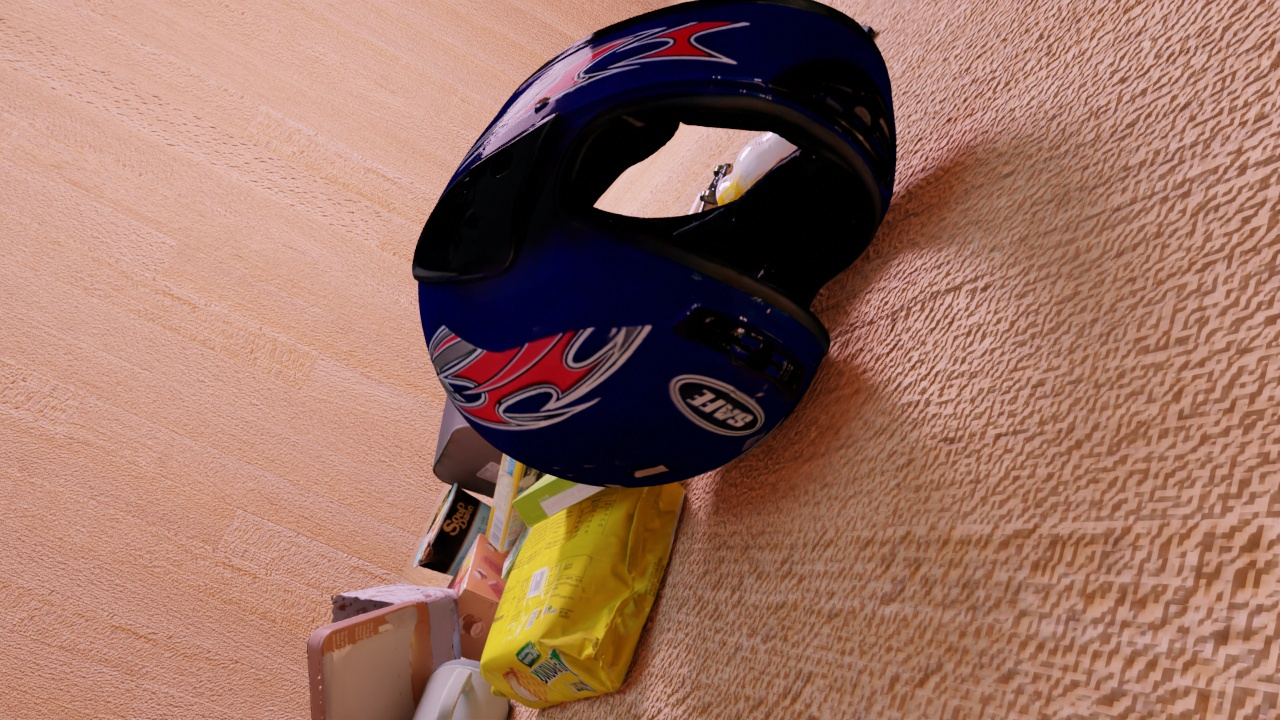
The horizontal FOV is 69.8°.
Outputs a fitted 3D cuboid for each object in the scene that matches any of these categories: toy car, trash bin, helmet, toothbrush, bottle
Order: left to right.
[{"bbox_3d":[-0.148,0.046,1.141,0.199,0.199,0.219,129,156,-50],"label":"trash bin"},{"bbox_3d":[0.006,-0.046,0.563,0.316,0.247,0.240,-18,58,42],"label":"helmet"},{"bbox_3d":[0.034,-0.125,1.107,0.180,0.016,0.016,-63,14,1],"label":"toothbrush"},{"bbox_3d":[0.080,-0.167,0.960,0.042,0.035,0.091,-67,7,-25],"label":"toy car"},{"bbox_3d":[0.108,-0.155,0.740,0.109,0.063,0.063,-55,15,38],"label":"bottle"}]

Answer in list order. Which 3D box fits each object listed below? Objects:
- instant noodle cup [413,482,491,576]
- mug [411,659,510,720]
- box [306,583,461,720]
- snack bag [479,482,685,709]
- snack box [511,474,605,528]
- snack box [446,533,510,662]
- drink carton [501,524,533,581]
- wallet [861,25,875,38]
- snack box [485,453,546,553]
[{"bbox_3d":[-0.193,0.222,1.098,0.111,0.120,0.111,-59,11,19],"label":"instant noodle cup"},{"bbox_3d":[-0.166,0.324,0.825,0.106,0.082,0.112,-72,-9,-51],"label":"mug"},{"bbox_3d":[-0.274,0.326,0.906,0.158,0.217,0.180,-5,88,31],"label":"box"},{"bbox_3d":[-0.054,0.182,0.720,0.247,0.068,0.157,-43,24,56],"label":"snack bag"},{"bbox_3d":[-0.027,0.073,0.726,0.086,0.026,0.156,-32,2,33],"label":"snack box"},{"bbox_3d":[-0.170,0.264,1.012,0.093,0.077,0.094,-58,14,26],"label":"snack box"},{"bbox_3d":[-0.089,0.172,0.921,0.122,0.053,0.045,-61,10,11],"label":"drink carton"},{"bbox_3d":[0.166,-0.259,0.830,0.097,0.019,0.120,-59,14,18],"label":"wallet"},{"bbox_3d":[-0.105,0.126,0.943,0.034,0.086,0.141,38,125,35],"label":"snack box"}]
